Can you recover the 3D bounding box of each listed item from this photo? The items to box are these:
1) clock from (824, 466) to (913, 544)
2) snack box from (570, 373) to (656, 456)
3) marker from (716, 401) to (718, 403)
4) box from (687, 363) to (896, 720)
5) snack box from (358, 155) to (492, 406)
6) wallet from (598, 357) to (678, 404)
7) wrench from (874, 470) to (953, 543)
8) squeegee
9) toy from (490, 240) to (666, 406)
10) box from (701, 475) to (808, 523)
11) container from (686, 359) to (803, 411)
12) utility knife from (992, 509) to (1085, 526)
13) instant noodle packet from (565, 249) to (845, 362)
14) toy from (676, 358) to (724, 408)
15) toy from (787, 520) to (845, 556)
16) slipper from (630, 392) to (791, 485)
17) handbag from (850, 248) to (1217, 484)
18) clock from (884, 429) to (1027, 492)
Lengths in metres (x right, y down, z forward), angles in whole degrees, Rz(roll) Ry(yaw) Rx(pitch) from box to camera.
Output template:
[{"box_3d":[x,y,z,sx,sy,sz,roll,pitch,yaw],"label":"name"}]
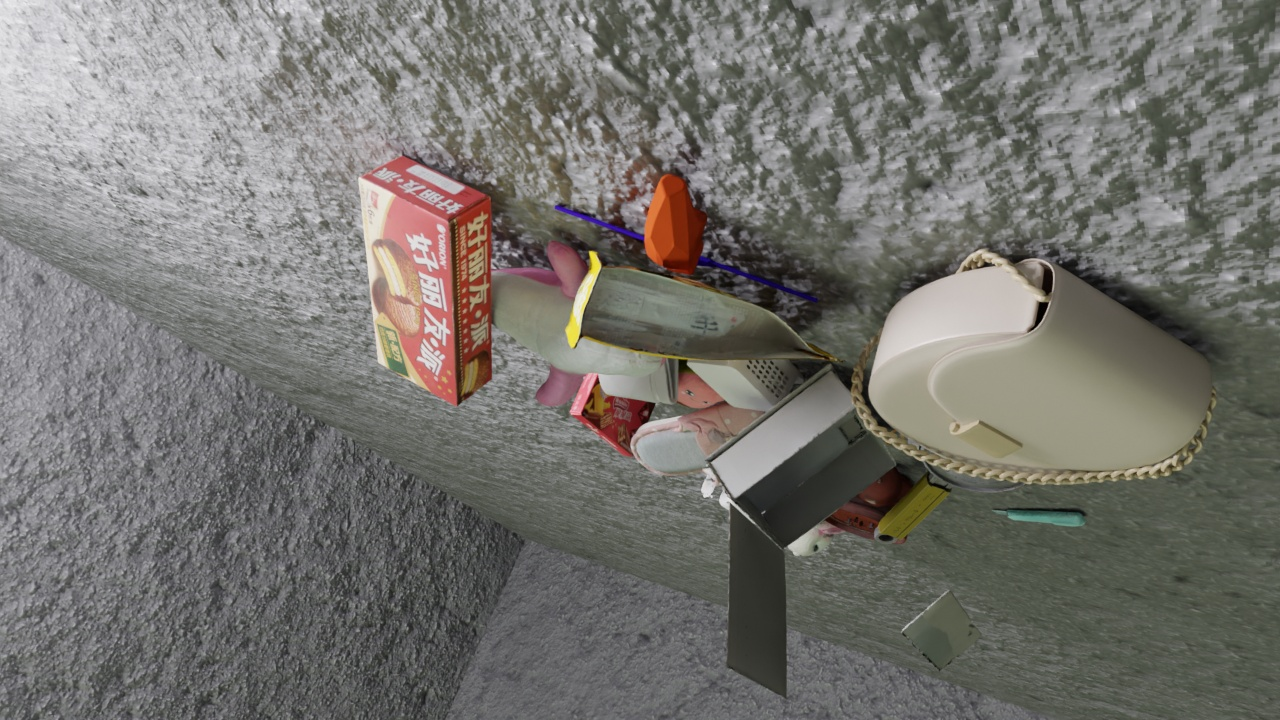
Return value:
[{"box_3d":[0.281,0.171,1.159,0.121,0.072,0.157,6,156,42],"label":"clock"},{"box_3d":[-0.034,0.060,1.204,0.021,0.089,0.133,8,157,38],"label":"snack box"},{"box_3d":[0.029,0.027,1.141,0.145,0.023,0.021,17,153,20],"label":"marker"},{"box_3d":[0.139,0.196,0.931,0.150,0.368,0.167,8,157,34],"label":"box"},{"box_3d":[-0.209,-0.073,0.913,0.113,0.060,0.237,27,136,19],"label":"snack box"},{"box_3d":[-0.006,0.006,1.037,0.032,0.086,0.116,-13,-171,-43],"label":"wallet"},{"box_3d":[0.315,0.140,1.004,0.083,0.018,0.274,16,144,-3],"label":"wrench"},{"box_3d":[0.028,-0.102,0.734,0.250,0.055,0.185,21,169,8],"label":"squeegee"},{"box_3d":[-0.083,-0.052,0.964,0.266,0.127,0.187,19,119,18],"label":"toy"},{"box_3d":[0.144,0.166,1.257,0.124,0.108,0.137,27,161,-8],"label":"box"},{"box_3d":[0.105,0.008,0.956,0.081,0.049,0.129,6,155,42],"label":"container"},{"box_3d":[0.460,0.182,1.068,0.022,0.015,0.129,34,161,-18],"label":"utility knife"},{"box_3d":[0.052,-0.035,0.802,0.221,0.084,0.163,12,-176,-8],"label":"instant noodle packet"},{"box_3d":[0.060,0.022,1.048,0.090,0.051,0.110,35,159,-24],"label":"toy"},{"box_3d":[0.234,0.237,1.355,0.131,0.105,0.206,29,160,-6],"label":"toy"},{"box_3d":[0.096,0.101,1.106,0.275,0.054,0.114,-18,119,40],"label":"slipper"},{"box_3d":[0.290,0.012,0.699,0.210,0.103,0.209,28,153,-12],"label":"handbag"},{"box_3d":[0.306,0.079,0.864,0.148,0.056,0.104,3,140,26],"label":"clock"}]
